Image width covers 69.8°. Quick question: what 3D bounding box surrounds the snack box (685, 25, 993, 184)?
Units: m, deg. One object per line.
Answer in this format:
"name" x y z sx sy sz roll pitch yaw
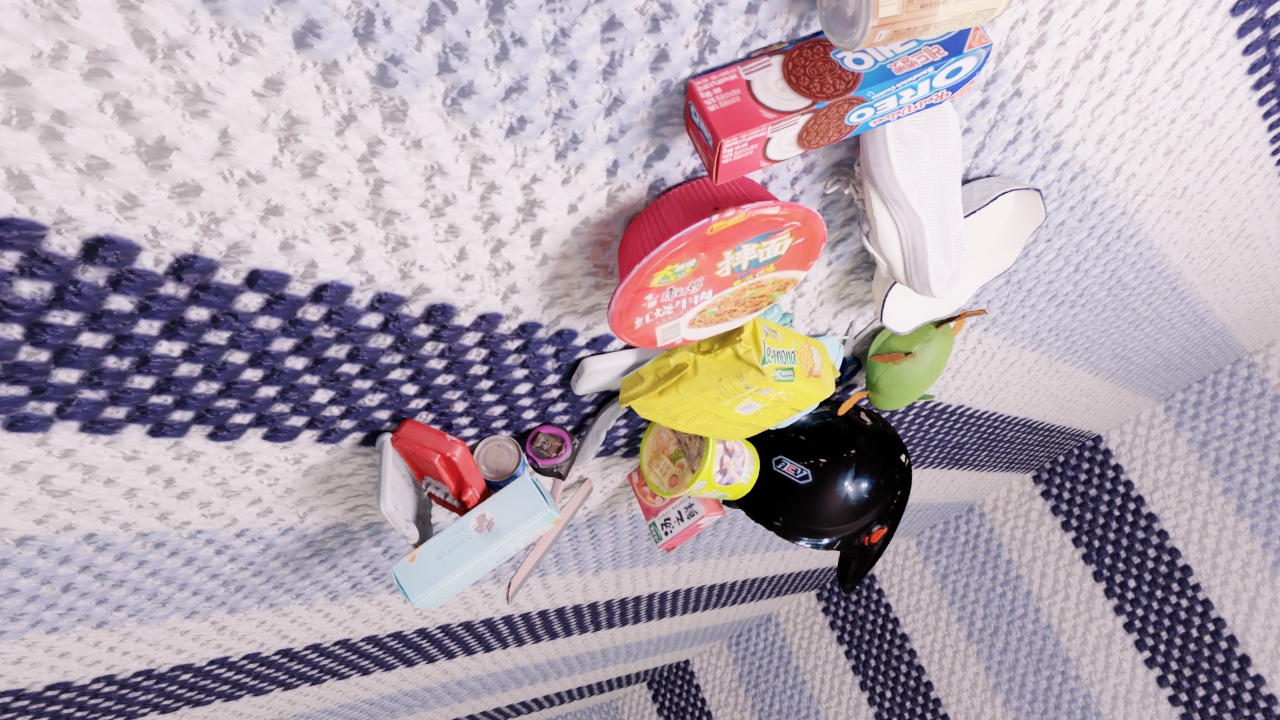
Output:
"snack box" 0.136 -0.191 0.636 0.207 0.058 0.057 -21 159 -7

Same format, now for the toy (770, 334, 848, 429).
"toy" 0.198 0.024 1.123 0.156 0.050 0.161 -45 147 13

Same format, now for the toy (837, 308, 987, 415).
"toy" 0.342 0.002 1.178 0.226 0.090 0.247 -32 161 -9

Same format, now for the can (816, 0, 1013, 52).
"can" 0.174 -0.234 0.580 0.116 0.058 0.059 -16 155 -17

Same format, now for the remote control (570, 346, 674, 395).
"remote control" -0.006 0.006 0.948 0.135 0.020 0.056 -11 153 -27

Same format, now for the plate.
"plate" 0.326 -0.112 0.957 0.204 0.045 0.205 -25 151 -15

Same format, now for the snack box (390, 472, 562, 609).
"snack box" -0.168 0.190 0.959 0.174 0.051 0.074 -35 162 -6

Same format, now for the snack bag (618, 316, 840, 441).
"snack bag" 0.103 0.026 0.970 0.158 0.068 0.246 -30 157 26

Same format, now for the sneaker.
"sneaker" 0.215 -0.151 0.781 0.089 0.091 0.242 -50 140 -14

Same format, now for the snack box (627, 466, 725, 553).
"snack box" 0.039 0.188 1.247 0.044 0.113 0.127 0 146 -45

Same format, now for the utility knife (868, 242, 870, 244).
"utility knife" 0.296 -0.123 0.972 0.186 0.013 0.029 0 148 -47

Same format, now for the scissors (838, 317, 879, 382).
"scissors" 0.264 -0.005 1.187 0.163 0.012 0.163 -38 151 25

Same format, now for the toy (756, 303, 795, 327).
"toy" 0.128 -0.036 0.980 0.096 0.030 0.092 -26 162 -15

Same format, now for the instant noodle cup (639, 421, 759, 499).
"instant noodle cup" 0.080 0.123 1.127 0.112 0.111 0.123 -38 140 28

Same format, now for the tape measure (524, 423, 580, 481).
"tape measure" -0.098 0.098 1.005 0.039 0.058 0.057 79 33 -60

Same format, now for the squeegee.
"squeegee" -0.072 0.124 1.071 0.250 0.040 0.246 -62 173 31

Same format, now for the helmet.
"helmet" 0.243 0.165 1.248 0.274 0.233 0.230 10 109 -58

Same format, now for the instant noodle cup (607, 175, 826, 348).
"instant noodle cup" 0.053 -0.087 0.760 0.193 0.065 0.194 -20 154 -10

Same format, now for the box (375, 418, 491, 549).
"box" -0.220 0.142 0.932 0.202 0.095 0.098 90 24 -64

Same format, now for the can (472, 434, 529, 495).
"can" -0.151 0.132 1.032 0.053 0.053 0.135 -20 155 -10
